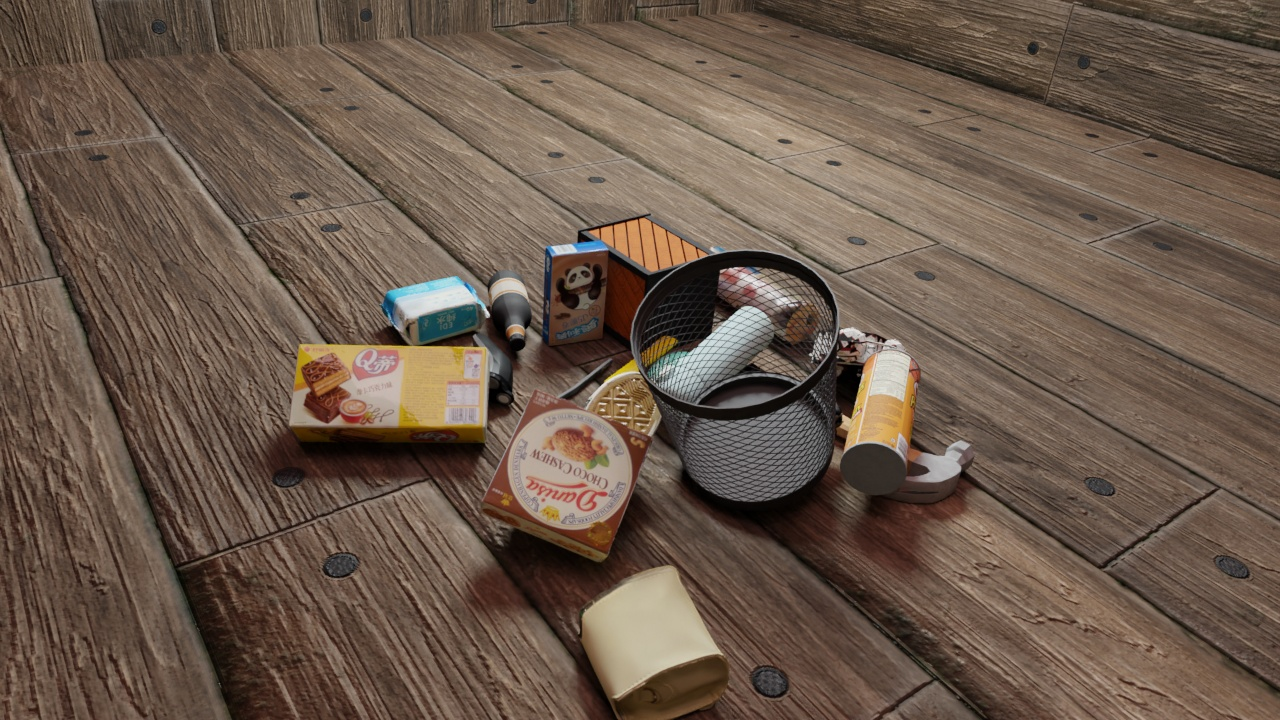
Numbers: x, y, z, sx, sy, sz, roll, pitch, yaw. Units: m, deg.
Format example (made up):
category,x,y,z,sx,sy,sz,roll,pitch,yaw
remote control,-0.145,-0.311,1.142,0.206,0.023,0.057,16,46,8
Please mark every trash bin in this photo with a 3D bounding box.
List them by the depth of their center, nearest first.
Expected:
category,x,y,z,sx,sy,sz,roll,pitch,yaw
trash bin,0.119,0.033,1.041,0.218,0.228,0.217,-8,50,9
trash bin,0.008,-0.118,1.403,0.139,0.140,0.172,-19,39,-34

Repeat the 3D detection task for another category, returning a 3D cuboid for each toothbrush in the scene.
category,x,y,z,sx,sy,sz,roll,pitch,yaw
toothbrush,-0.086,0.035,1.267,0.013,0.013,0.166,28,38,19

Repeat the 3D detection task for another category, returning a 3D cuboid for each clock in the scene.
category,x,y,z,sx,sy,sz,roll,pitch,yaw
clock,0.303,-0.001,1.277,0.114,0.065,0.155,14,-12,-15

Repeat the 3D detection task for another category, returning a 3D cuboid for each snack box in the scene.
category,x,y,z,sx,sy,sz,roll,pitch,yaw
snack box,-0.078,0.123,0.992,0.143,0.041,0.146,23,62,-1
snack box,-0.304,0.041,1.133,0.230,0.062,0.110,1,68,-6
snack box,-0.097,-0.098,1.345,0.087,0.151,0.034,-9,35,-22

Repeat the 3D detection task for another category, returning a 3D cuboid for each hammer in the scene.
category,x,y,z,sx,sy,sz,roll,pitch,yaw
hammer,0.264,0.086,1.213,0.328,0.039,0.130,29,40,34

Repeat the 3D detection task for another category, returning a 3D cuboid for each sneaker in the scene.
category,x,y,z,sx,sy,sz,roll,pitch,yaw
sneaker,-0.061,0.114,1.076,0.118,0.088,0.240,40,62,9

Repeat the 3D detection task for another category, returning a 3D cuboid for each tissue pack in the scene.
category,x,y,z,sx,sy,sz,roll,pitch,yaw
tissue pack,-0.303,-0.072,1.362,0.144,0.062,0.093,-18,40,-28

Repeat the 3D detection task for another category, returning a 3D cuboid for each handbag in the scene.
category,x,y,z,sx,sy,sz,roll,pitch,yaw
handbag,0.008,0.266,0.853,0.111,0.081,0.119,-15,38,-17

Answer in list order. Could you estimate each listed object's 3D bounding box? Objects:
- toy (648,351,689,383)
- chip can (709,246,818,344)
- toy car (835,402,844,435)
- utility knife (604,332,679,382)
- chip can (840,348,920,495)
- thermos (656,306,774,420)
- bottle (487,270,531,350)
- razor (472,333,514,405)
category,x,y,z,sx,sy,sz,roll,pitch,yaw
toy,0.064,0.020,1.297,0.105,0.033,0.084,13,43,10
chip can,0.181,-0.108,1.476,0.079,0.080,0.229,-17,38,-31
toy car,0.205,0.093,1.151,0.112,0.046,0.034,-31,51,-8
utility knife,-0.008,0.008,1.299,0.030,0.017,0.178,16,39,41
chip can,0.300,0.070,1.135,0.075,0.075,0.214,14,35,13
thermos,0.099,0.004,1.250,0.206,0.078,0.065,-40,17,-33
bottle,-0.193,-0.070,1.375,0.059,0.059,0.181,-3,33,-13
razor,-0.207,0.004,1.266,0.060,0.057,0.156,-28,34,7
